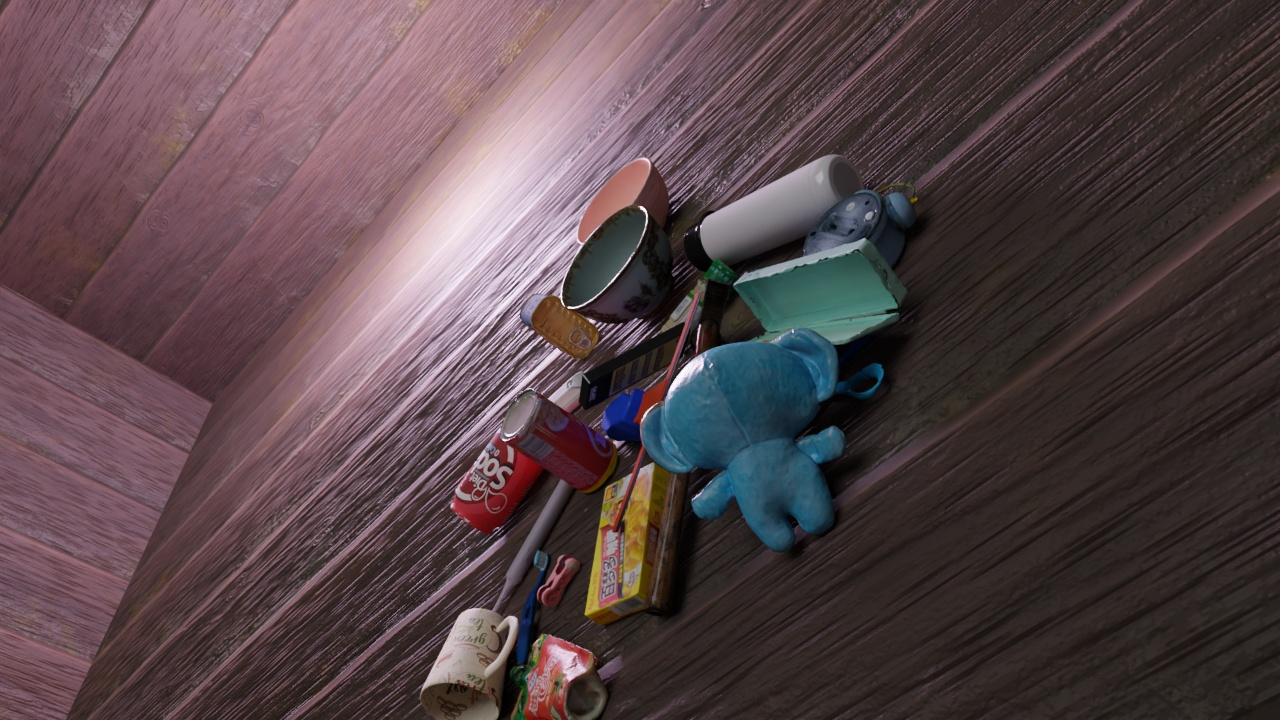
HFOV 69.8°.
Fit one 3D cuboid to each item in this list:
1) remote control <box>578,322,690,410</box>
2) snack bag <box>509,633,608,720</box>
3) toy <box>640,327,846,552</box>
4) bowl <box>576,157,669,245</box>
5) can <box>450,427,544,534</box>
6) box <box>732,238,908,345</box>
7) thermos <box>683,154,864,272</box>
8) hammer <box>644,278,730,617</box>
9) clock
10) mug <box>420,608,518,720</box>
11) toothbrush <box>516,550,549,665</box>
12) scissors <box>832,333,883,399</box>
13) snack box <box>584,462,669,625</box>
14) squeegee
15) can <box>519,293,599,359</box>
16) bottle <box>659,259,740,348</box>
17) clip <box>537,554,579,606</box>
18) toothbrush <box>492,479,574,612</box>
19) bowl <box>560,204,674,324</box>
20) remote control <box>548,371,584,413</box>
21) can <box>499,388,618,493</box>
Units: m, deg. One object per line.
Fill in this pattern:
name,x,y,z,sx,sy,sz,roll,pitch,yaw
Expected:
remote control,-0.006,0.006,0.982,0.133,0.013,0.058,-28,-25,-23
snack bag,-0.086,0.306,0.867,0.155,0.044,0.087,-15,53,58
toy,0.101,0.068,0.771,0.183,0.115,0.180,-30,74,10
bowl,-0.013,-0.204,1.294,0.153,0.076,0.152,-38,30,26
can,-0.168,0.139,1.138,0.142,0.074,0.074,-55,27,-3
box,0.142,-0.038,0.837,0.091,0.077,0.189,-49,19,-23
thermos,0.145,-0.166,1.024,0.231,0.068,0.101,-19,30,49
hammer,0.045,0.078,0.880,0.120,0.033,0.329,94,-173,-60
clock,0.213,-0.123,0.875,0.124,0.051,0.089,-53,26,-1
mug,-0.162,0.302,0.937,0.122,0.081,0.097,-45,20,33
toothbrush,-0.116,0.261,0.979,0.021,0.016,0.132,-34,32,37
scissors,0.169,0.019,0.822,0.130,0.014,0.116,-35,28,43
snack box,-0.011,0.178,0.902,0.075,0.025,0.152,-32,34,35
squeegee,-0.010,0.061,0.959,0.185,0.055,0.249,127,164,-73
can,-0.110,-0.047,1.240,0.054,0.100,0.059,-56,24,-7
bottle,0.067,-0.061,1.041,0.110,0.042,0.042,-51,27,7
clip,-0.083,0.231,0.961,0.044,0.023,0.060,-24,33,46
toothbrush,-0.128,0.219,1.044,0.019,0.018,0.187,5,62,61
bowl,-0.015,-0.107,1.163,0.160,0.094,0.159,-37,31,28
remote control,-0.118,0.066,1.201,0.134,0.022,0.050,-41,30,21
can,-0.090,0.091,1.018,0.067,0.124,0.066,-38,31,28
